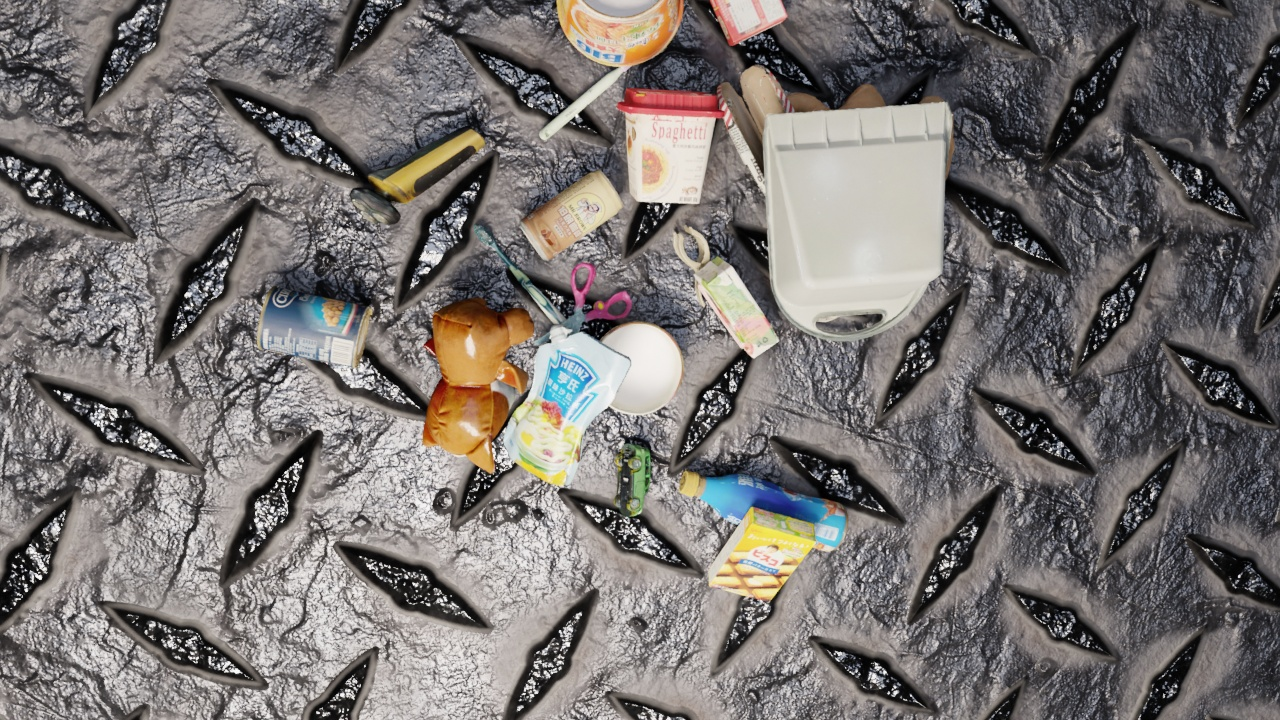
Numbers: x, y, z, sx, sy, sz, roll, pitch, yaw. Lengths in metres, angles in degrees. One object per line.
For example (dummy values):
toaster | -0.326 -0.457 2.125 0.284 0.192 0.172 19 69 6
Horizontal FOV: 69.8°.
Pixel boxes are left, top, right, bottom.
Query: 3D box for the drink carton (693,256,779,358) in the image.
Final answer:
drink carton | 0.116 -0.064 1.125 0.045 0.053 0.122 -37 117 0

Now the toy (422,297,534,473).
toy | -0.197 0.026 1.085 0.130 0.140 0.199 2 101 -50

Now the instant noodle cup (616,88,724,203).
instant noodle cup | 0.032 -0.252 1.080 0.116 0.116 0.124 0 109 -9

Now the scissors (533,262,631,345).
scissors | -0.078 -0.061 1.124 0.134 0.017 0.113 -31 100 -12

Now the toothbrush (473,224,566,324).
toothbrush | -0.137 -0.092 1.118 0.016 0.018 0.191 -41 101 -2

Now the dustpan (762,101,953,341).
dustpan | 0.258 -0.158 1.118 0.222 0.143 0.257 -5 85 -3

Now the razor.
razor | -0.255 -0.216 1.069 0.167 0.062 0.067 -35 69 -8

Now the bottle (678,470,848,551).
bottle | 0.155 0.186 1.173 0.218 0.065 0.065 18 94 -9

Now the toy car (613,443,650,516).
toy car | -0.009 0.151 1.154 0.036 0.043 0.091 6 89 -32

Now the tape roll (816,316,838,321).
tape roll | 0.231 -0.092 1.173 0.085 0.014 0.086 -1 98 -8

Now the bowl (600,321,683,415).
bowl | -0.007 0.007 1.127 0.113 0.062 0.113 -1 97 -7

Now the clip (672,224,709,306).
clip | 0.075 -0.120 1.138 0.071 0.034 0.100 -30 105 -5

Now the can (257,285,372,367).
can | -0.375 -0.037 1.062 0.111 0.075 0.075 12 95 -10

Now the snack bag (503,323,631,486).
snack bag | -0.093 0.052 1.099 0.110 0.038 0.191 34 114 21

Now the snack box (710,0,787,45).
snack box | 0.111 -0.466 1.101 0.075 0.025 0.153 -27 100 -3

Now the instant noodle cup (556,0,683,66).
instant noodle cup | -0.022 -0.423 1.032 0.151 0.111 0.151 0 91 -1

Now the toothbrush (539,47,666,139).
toothbrush | -0.047 -0.328 1.099 0.189 0.020 0.029 -40 123 -2

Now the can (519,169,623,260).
can | -0.083 -0.173 1.094 0.116 0.058 0.058 -35 101 -2

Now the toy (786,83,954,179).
toy | 0.274 -0.264 1.128 0.226 0.082 0.143 8 96 -5

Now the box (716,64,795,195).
box | 0.144 -0.266 1.109 0.087 0.076 0.163 -35 103 -20

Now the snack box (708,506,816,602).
snack box | 0.152 0.247 1.161 0.087 0.033 0.141 18 128 -10
